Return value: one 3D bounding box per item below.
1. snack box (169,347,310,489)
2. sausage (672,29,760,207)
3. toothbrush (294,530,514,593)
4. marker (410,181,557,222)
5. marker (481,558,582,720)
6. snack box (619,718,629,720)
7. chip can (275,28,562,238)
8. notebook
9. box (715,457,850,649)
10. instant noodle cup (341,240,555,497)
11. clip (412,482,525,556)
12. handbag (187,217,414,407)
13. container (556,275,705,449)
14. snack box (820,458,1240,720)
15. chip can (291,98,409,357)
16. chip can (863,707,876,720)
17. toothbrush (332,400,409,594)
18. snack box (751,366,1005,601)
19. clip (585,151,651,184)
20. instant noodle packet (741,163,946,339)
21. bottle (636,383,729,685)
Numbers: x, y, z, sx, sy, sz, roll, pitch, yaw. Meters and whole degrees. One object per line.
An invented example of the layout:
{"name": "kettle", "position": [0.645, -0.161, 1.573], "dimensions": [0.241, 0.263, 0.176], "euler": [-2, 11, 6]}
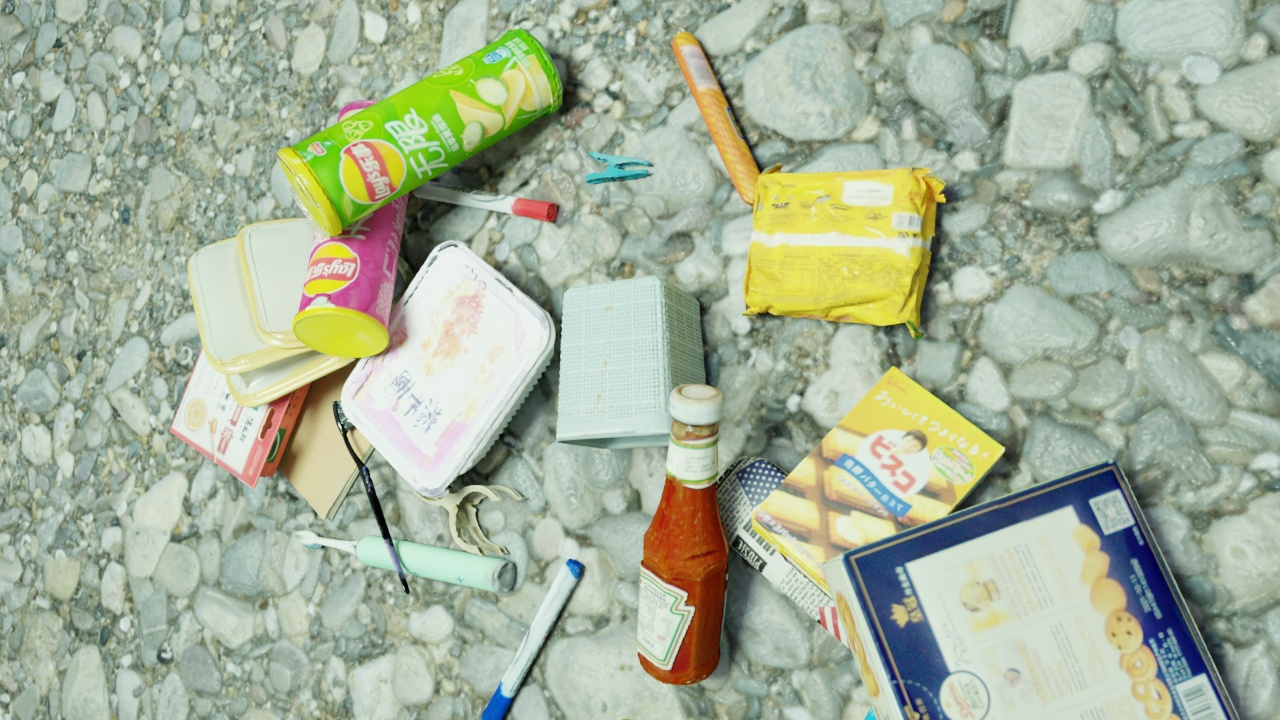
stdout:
{"name": "snack box", "position": [-0.349, 0.039, 0.824], "dimensions": [0.127, 0.044, 0.113], "euler": [24, 93, 27]}
{"name": "sausage", "position": [0.058, -0.180, 0.680], "dimensions": [0.021, 0.021, 0.165], "euler": [-27, 74, 20]}
{"name": "toothbrush", "position": [-0.204, 0.163, 0.764], "dimensions": [0.225, 0.027, 0.026], "euler": [4, 50, 25]}
{"name": "marker", "position": [-0.134, -0.135, 0.769], "dimensions": [0.145, 0.017, 0.017], "euler": [14, 90, 26]}
{"name": "marker", "position": [-0.083, 0.217, 0.707], "dimensions": [0.017, 0.017, 0.146], "euler": [31, 98, 25]}
{"name": "snack box", "position": [0.014, 0.340, 0.642], "dimensions": [0.086, 0.026, 0.156], "euler": [2, 85, 25]}
{"name": "chip can", "position": [-0.162, -0.178, 0.702], "dimensions": [0.221, 0.073, 0.072], "euler": [-35, 67, -19]}
{"name": "notebook", "position": [-0.311, 0.022, 0.839], "dimensions": [0.211, 0.012, 0.149], "euler": [37, 100, 24]}
{"name": "box", "position": [0.118, 0.129, 0.612], "dimensions": [0.071, 0.060, 0.164], "euler": [-45, 67, -9]}
{"name": "instant noodle cup", "position": [-0.144, 0.008, 0.733], "dimensions": [0.138, 0.060, 0.173], "euler": [40, 101, 24]}
{"name": "clip", "position": [-0.142, 0.128, 0.735], "dimensions": [0.102, 0.035, 0.094], "euler": [-8, 79, 29]}
{"name": "handbag", "position": [-0.288, -0.062, 0.788], "dimensions": [0.178, 0.063, 0.163], "euler": [-24, 55, -8]}
{"name": "container", "position": [-0.004, 0.004, 0.655], "dimensions": [0.090, 0.090, 0.111], "euler": [-5, 79, 24]}
{"name": "snack box", "position": [0.216, 0.167, 0.506], "dimensions": [0.182, 0.046, 0.177], "euler": [-16, 76, -11]}
{"name": "chip can", "position": [-0.228, -0.110, 0.746], "dimensions": [0.071, 0.071, 0.210], "euler": [-13, 59, 23]}
{"name": "chip can", "position": [0.137, 0.294, 0.564], "dimensions": [0.071, 0.071, 0.210], "euler": [30, 97, 25]}
{"name": "toothbrush", "position": [-0.223, 0.109, 0.766], "dimensions": [0.017, 0.014, 0.189], "euler": [-31, 65, 3]}
{"name": "snack box", "position": [0.148, 0.081, 0.576], "dimensions": [0.140, 0.034, 0.087], "euler": [-43, 65, -13]}
{"name": "clip", "position": [-0.018, -0.150, 0.717], "dimensions": [0.057, 0.015, 0.049], "euler": [5, 84, 27]}
{"name": "instant noodle packet", "position": [0.136, -0.076, 0.620], "dimensions": [0.129, 0.044, 0.111], "euler": [9, 95, 29]}
{"name": "bottle", "position": [0.031, 0.115, 0.602], "dimensions": [0.060, 0.059, 0.206], "euler": [14, 113, 26]}
